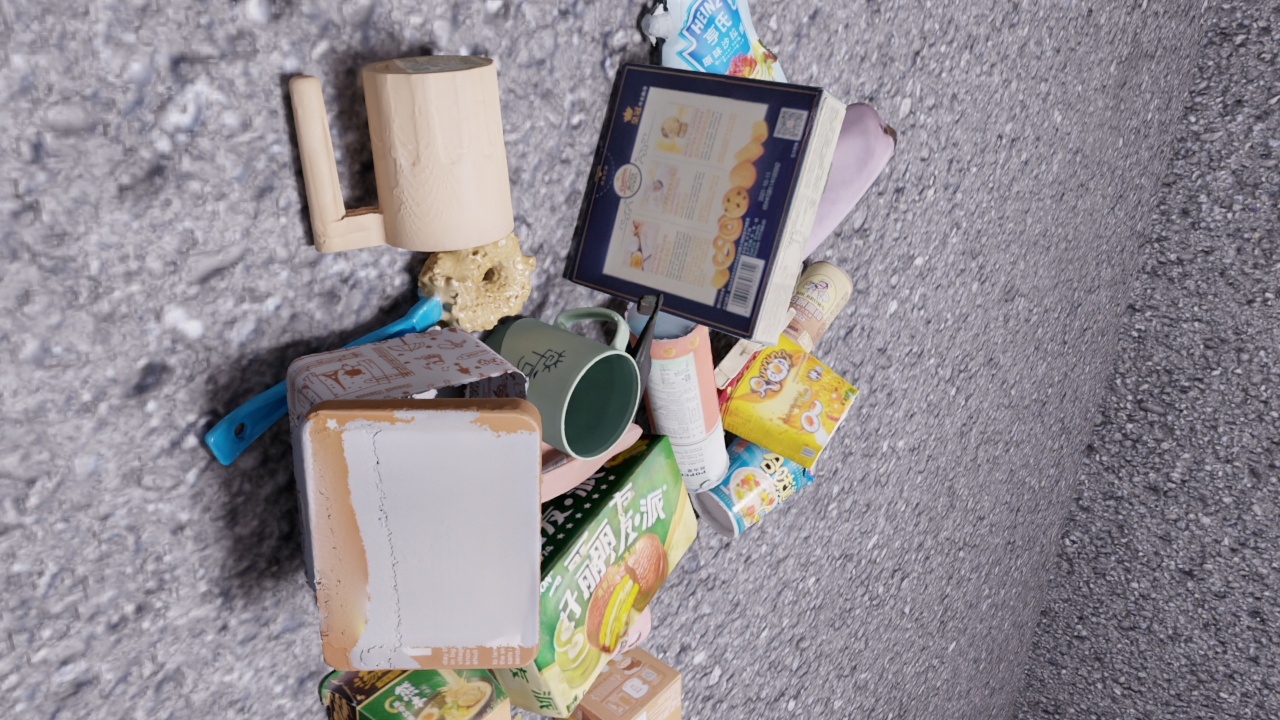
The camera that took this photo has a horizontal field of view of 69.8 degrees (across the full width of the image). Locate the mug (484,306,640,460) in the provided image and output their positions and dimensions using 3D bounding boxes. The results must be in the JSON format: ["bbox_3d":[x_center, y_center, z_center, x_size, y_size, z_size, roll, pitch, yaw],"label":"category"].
[{"bbox_3d":[-0.059,0.006,0.693,0.111,0.106,0.082,-59,142,-12],"label":"mug"}]

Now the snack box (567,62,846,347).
[{"bbox_3d":[0.043,-0.122,0.694,0.045,0.183,0.178,4,104,-54],"label":"snack box"}]

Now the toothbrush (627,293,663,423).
[{"bbox_3d":[-0.004,0.004,0.747,0.213,0.027,0.026,106,-8,-61],"label":"toothbrush"}]

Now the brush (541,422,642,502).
[{"bbox_3d":[-0.065,0.073,0.750,0.145,0.073,0.063,-24,124,-46],"label":"brush"}]

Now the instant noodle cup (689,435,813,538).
[{"bbox_3d":[0.114,0.132,0.993,0.109,0.099,0.099,-37,134,-23],"label":"instant noodle cup"}]

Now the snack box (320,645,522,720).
[{"bbox_3d":[-0.162,0.284,0.705,0.117,0.106,0.118,-27,126,-41],"label":"snack box"}]

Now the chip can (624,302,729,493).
[{"bbox_3d":[0.036,0.031,0.835,0.071,0.071,0.215,-46,145,-27],"label":"chip can"}]

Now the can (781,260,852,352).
[{"bbox_3d":[0.180,-0.051,1.004,0.116,0.058,0.058,-50,140,-23],"label":"can"}]

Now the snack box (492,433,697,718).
[{"bbox_3d":[-0.041,0.172,0.781,0.239,0.063,0.114,-45,125,-45],"label":"snack box"}]

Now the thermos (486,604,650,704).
[{"bbox_3d":[-0.074,0.265,0.844,0.198,0.067,0.087,-3,125,-52],"label":"thermos"}]

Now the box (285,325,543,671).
[{"bbox_3d":[-0.130,0.092,0.560,0.148,0.158,0.182,-17,124,-38],"label":"box"}]

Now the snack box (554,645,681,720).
[{"bbox_3d":[-0.023,0.345,0.919,0.092,0.094,0.077,-29,128,-41],"label":"snack box"}]

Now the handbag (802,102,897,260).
[{"bbox_3d":[0.131,-0.138,0.831,0.098,0.145,0.196,47,60,-4],"label":"handbag"}]

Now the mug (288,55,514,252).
[{"bbox_3d":[-0.142,-0.125,0.558,0.124,0.084,0.104,-11,118,-19],"label":"mug"}]

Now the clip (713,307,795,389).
[{"bbox_3d":[0.105,-0.022,0.851,0.103,0.034,0.076,-46,176,-29],"label":"clip"}]

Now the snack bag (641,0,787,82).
[{"bbox_3d":[0.069,-0.257,0.782,0.110,0.039,0.191,-49,140,-6],"label":"snack bag"}]

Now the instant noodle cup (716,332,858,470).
[{"bbox_3d":[0.142,0.039,0.923,0.116,0.124,0.116,-53,165,-20],"label":"instant noodle cup"}]

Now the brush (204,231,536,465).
[{"bbox_3d":[-0.170,-0.016,0.608,0.254,0.046,0.083,-38,138,-28],"label":"brush"}]
